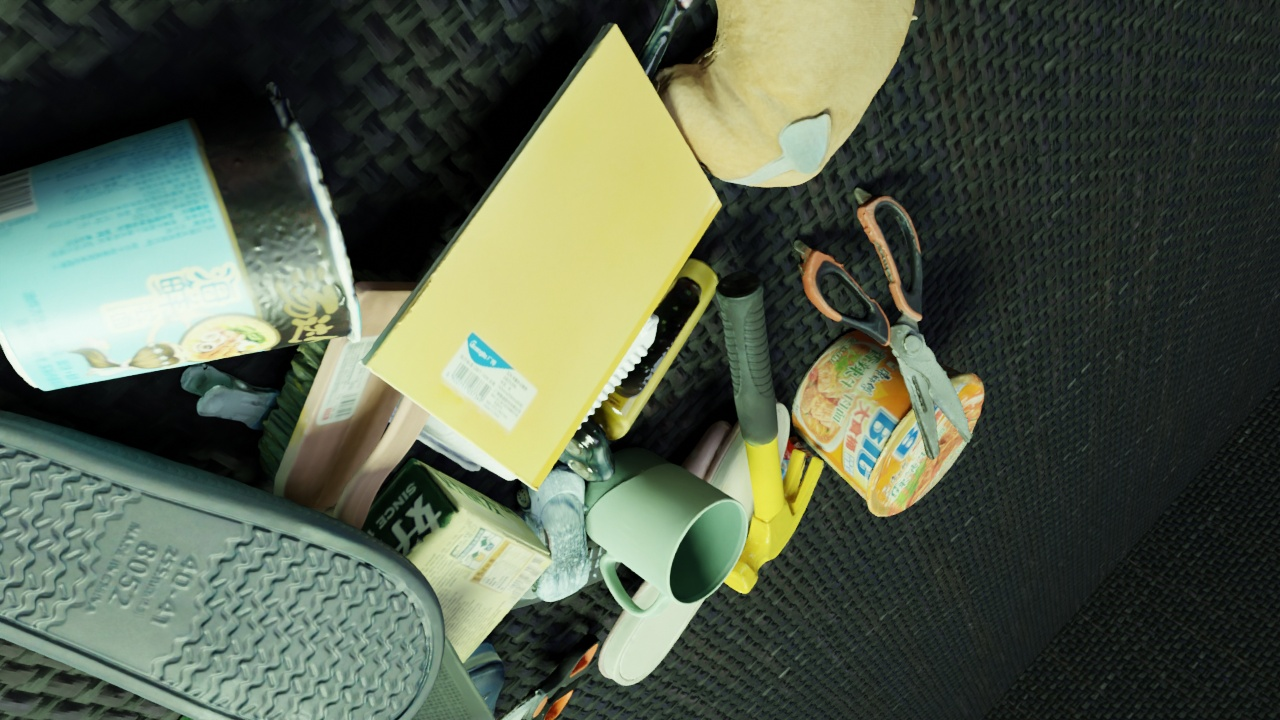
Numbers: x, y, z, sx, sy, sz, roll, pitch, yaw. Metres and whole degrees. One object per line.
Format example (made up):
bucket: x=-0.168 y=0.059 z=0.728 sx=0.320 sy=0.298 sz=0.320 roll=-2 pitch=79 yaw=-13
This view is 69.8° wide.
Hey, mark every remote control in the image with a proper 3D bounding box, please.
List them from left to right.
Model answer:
remote control: x=-0.069 y=0.160 z=0.710 sx=0.136 sy=0.024 sz=0.053 roll=-6 pitch=121 yaw=-42

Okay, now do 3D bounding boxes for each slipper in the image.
slipper: x=-0.216 y=0.095 z=0.441 sx=0.268 sy=0.083 sz=0.110 roll=31 pitch=91 yaw=-24
slipper: x=-0.160 y=0.321 z=0.703 sx=0.104 sy=0.095 sz=0.253 roll=-14 pitch=133 yaw=-41
slipper: x=0.041 y=0.147 z=0.782 sx=0.274 sy=0.054 sz=0.114 roll=-59 pitch=147 yaw=-4

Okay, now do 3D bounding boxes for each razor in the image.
razor: x=-0.004 y=0.004 z=0.622 sx=0.167 sy=0.062 sz=0.067 roll=-54 pitch=177 yaw=-3
razor: x=0.000 y=-0.156 z=0.493 sx=0.042 sy=0.022 sz=0.143 roll=21 pitch=113 yaw=-31

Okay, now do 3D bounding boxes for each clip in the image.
clip: x=-0.202 y=0.021 z=0.462 sx=0.024 sy=0.028 sz=0.057 roll=-48 pitch=153 yaw=0

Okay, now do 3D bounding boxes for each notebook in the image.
notebook: x=-0.037 y=-0.047 z=0.479 sx=0.206 sy=0.010 sz=0.146 roll=-58 pitch=141 yaw=-13

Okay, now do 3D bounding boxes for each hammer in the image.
hammer: x=0.093 y=0.055 z=0.712 sx=0.128 sy=0.033 sz=0.301 roll=-47 pitch=142 yaw=-29

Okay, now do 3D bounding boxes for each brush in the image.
brush: x=-0.147 y=0.025 z=0.472 sx=0.146 sy=0.073 sz=0.063 roll=-62 pitch=159 yaw=17

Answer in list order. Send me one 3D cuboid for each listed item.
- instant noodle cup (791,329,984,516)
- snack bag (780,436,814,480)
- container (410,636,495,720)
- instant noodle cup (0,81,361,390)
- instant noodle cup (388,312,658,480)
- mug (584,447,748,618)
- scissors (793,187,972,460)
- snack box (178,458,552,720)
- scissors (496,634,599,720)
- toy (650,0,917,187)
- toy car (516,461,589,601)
instant noodle cup: x=0.218 y=0.049 z=0.833 sx=0.151 sy=0.111 sz=0.152 roll=-26 pitch=137 yaw=-28
snack bag: x=0.119 y=0.117 z=0.863 sx=0.104 sy=0.026 sz=0.048 roll=-51 pitch=131 yaw=0
container: x=-0.158 y=0.219 z=0.518 sx=0.111 sy=0.090 sz=0.090 roll=7 pitch=114 yaw=-41
instant noodle cup: x=-0.187 y=-0.041 z=0.364 sx=0.120 sy=0.111 sz=0.111 roll=-20 pitch=134 yaw=-22
instant noodle cup: x=-0.064 y=-0.005 z=0.549 sx=0.173 sy=0.060 sz=0.138 roll=-49 pitch=143 yaw=-4
mug: x=0.008 y=0.131 z=0.683 sx=0.082 sy=0.106 sz=0.112 roll=21 pitch=94 yaw=-49
scissors: x=0.197 y=-0.026 z=0.726 sx=0.214 sy=0.015 sz=0.197 roll=18 pitch=85 yaw=-15
snack box: x=-0.176 y=0.185 z=0.593 sx=0.240 sy=0.063 sz=0.114 roll=-49 pitch=142 yaw=-1
scissors: x=-0.076 y=0.252 z=0.725 sx=0.124 sy=0.022 sz=0.235 roll=-55 pitch=165 yaw=-19
toy: x=0.092 y=-0.206 z=0.513 sx=0.143 sy=0.082 sz=0.226 roll=4 pitch=118 yaw=-30
toy car: x=-0.060 y=0.125 z=0.666 sx=0.048 sy=0.031 sz=0.106 roll=-18 pitch=112 yaw=-38
